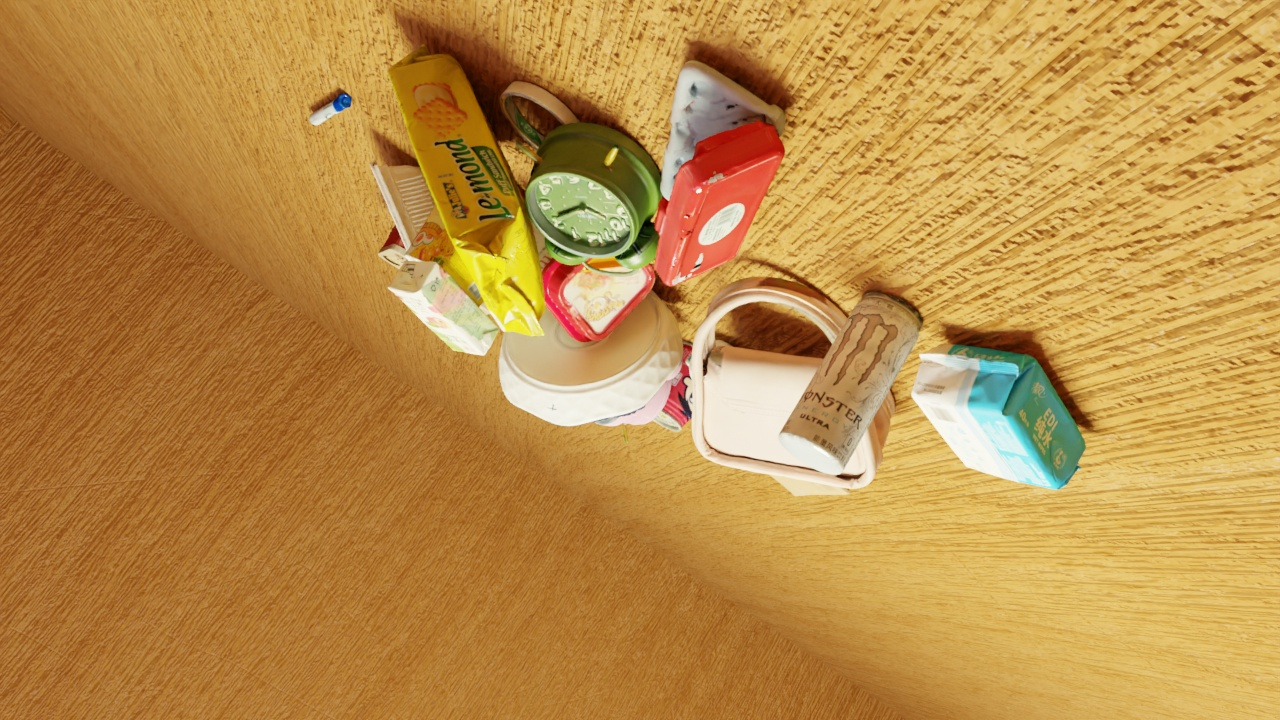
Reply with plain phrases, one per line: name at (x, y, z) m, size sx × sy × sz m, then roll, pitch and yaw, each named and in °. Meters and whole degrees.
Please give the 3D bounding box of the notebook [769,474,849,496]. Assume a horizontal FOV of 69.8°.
notebook at (0.178, 0.129, 1.295) m, size 0.211 × 0.012 × 0.150 m, roll 37°, pitch 163°, yaw -11°

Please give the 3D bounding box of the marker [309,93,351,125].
marker at (-0.376, -0.301, 1.106) m, size 0.017 × 0.016 × 0.146 m, roll 42°, pitch 162°, yaw -28°

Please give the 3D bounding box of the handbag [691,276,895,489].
handbag at (0.137, 0.014, 0.885) m, size 0.194 × 0.093 × 0.234 m, roll 6°, pitch 139°, yaw 25°

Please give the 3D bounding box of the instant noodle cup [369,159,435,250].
instant noodle cup at (-0.267, -0.157, 1.131) m, size 0.138 × 0.060 × 0.173 m, roll 105°, pitch 142°, yaw -74°

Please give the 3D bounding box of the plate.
plate at (-0.057, -0.022, 0.990) m, size 0.205 × 0.204 × 0.046 m, roll 24°, pitch 146°, yaw 32°

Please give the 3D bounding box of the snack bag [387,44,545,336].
snack bag at (-0.147, -0.153, 0.829) m, size 0.158 × 0.068 × 0.246 m, roll 71°, pitch 176°, yaw -66°

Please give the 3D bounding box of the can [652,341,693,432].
can at (0.047, 0.032, 1.116) m, size 0.066 × 0.093 × 0.066 m, roll 31°, pitch 164°, yaw 10°

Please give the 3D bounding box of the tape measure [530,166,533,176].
tape measure at (-0.075, -0.173, 0.866) m, size 0.058 × 0.025 × 0.054 m, roll 26°, pitch -174°, yaw 21°

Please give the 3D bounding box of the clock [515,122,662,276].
clock at (-0.040, -0.132, 0.806) m, size 0.116 × 0.056 × 0.161 m, roll 8°, pitch 145°, yaw 22°

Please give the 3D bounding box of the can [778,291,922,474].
can at (0.170, 0.018, 0.742) m, size 0.058 × 0.146 × 0.058 m, roll 31°, pitch 165°, yaw 9°

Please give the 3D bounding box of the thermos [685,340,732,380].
thermos at (0.121, 0.056, 1.093) m, size 0.073 × 0.073 × 0.224 m, roll 22°, pitch 160°, yaw 36°

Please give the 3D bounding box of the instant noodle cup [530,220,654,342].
instant noodle cup at (-0.069, -0.100, 0.947) m, size 0.124 × 0.116 × 0.117 m, roll 35°, pitch 168°, yaw 40°

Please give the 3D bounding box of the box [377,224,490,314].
box at (-0.275, -0.140, 1.300) m, size 0.168 × 0.077 × 0.091 m, roll 35°, pitch 164°, yaw -26°

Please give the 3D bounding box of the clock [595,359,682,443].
clock at (-0.006, 0.006, 1.065) m, size 0.059 × 0.159 × 0.117 m, roll 12°, pitch -151°, yaw -33°

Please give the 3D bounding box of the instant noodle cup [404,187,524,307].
instant noodle cup at (-0.187, -0.136, 1.029) m, size 0.116 × 0.123 × 0.116 m, roll 22°, pitch 161°, yaw 36°

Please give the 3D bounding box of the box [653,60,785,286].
box at (0.045, -0.141, 0.689) m, size 0.098 × 0.095 × 0.202 m, roll 63°, pitch 170°, yaw 12°

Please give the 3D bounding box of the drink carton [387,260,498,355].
drink carton at (-0.210, -0.057, 0.989) m, size 0.054 × 0.045 × 0.122 m, roll 8°, pitch 153°, yaw 35°

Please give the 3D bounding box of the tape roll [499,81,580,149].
tape roll at (-0.086, -0.211, 0.813) m, size 0.086 × 0.013 × 0.086 m, roll 31°, pitch 164°, yaw 10°

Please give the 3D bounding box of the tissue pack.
tissue pack at (0.289, 0.042, 0.735) m, size 0.140 × 0.063 × 0.090 m, roll 45°, pitch 162°, yaw -31°
